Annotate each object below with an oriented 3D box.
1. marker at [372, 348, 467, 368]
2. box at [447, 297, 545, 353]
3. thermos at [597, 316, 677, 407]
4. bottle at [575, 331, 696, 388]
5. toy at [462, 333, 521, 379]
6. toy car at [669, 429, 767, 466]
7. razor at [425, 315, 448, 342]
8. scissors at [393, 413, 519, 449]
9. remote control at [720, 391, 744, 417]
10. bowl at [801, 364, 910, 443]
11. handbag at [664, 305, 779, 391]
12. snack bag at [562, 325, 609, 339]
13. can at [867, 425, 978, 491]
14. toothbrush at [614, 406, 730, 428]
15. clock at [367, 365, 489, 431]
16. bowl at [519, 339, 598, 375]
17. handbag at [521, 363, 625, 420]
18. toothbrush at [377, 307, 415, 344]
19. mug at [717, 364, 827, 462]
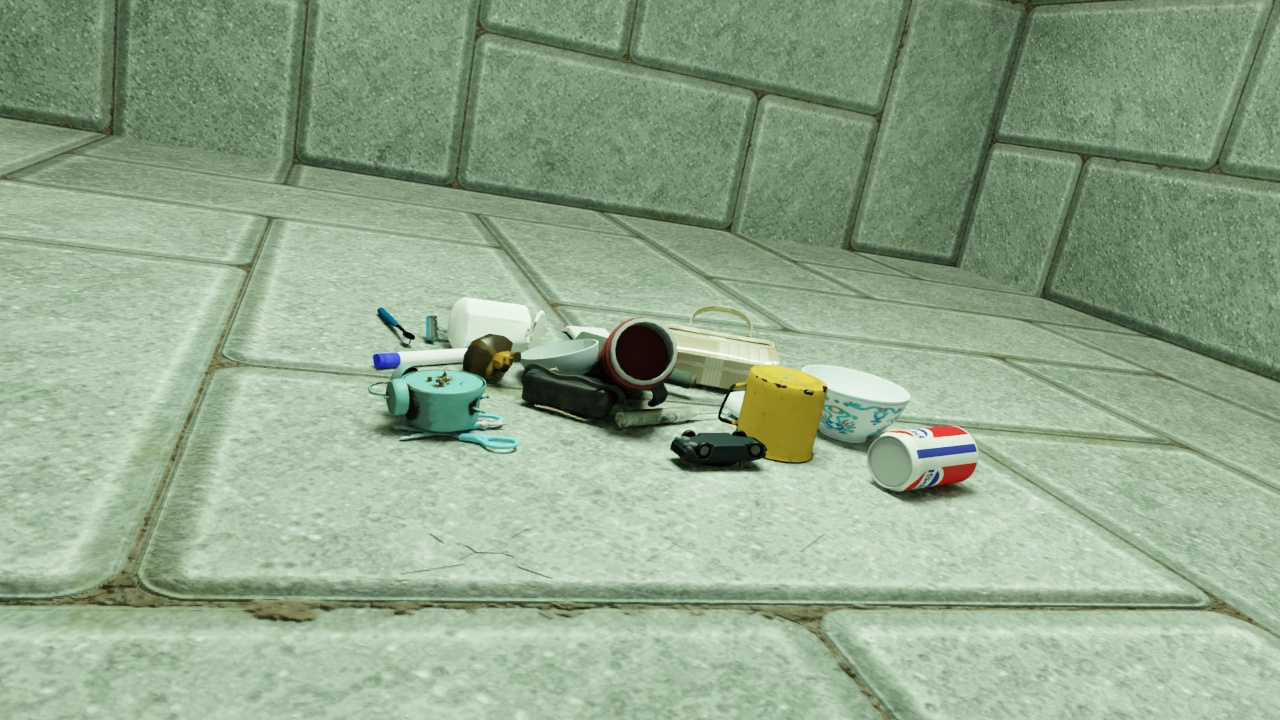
[{"bbox_3d":[-0.275,-0.004,1.178,0.141,0.020,0.020,-5,22,-46],"label":"marker"},{"bbox_3d":[-0.190,-0.042,1.272,0.143,0.080,0.089,4,1,-28],"label":"box"},{"bbox_3d":[-0.002,0.008,1.137,0.084,0.108,0.199,-26,-1,-8],"label":"thermos"},{"bbox_3d":[-0.008,0.007,1.266,0.174,0.055,0.055,16,16,10],"label":"bottle"},{"bbox_3d":[-0.183,-0.002,1.162,0.100,0.062,0.076,7,44,47],"label":"toy"},{"bbox_3d":[0.088,0.100,1.033,0.112,0.034,0.046,2,17,-28],"label":"toy car"},{"bbox_3d":[-0.236,-0.032,1.312,0.144,0.022,0.042,9,57,-24],"label":"razor"},{"bbox_3d":[-0.186,0.080,0.963,0.140,0.015,0.111,-13,27,-43],"label":"scissors"},{"bbox_3d":[0.175,0.060,1.247,0.138,0.025,0.060,-4,25,-40],"label":"remote control"},{"bbox_3d":[0.278,0.064,1.225,0.144,0.074,0.143,10,15,-3],"label":"bowl"},{"bbox_3d":[0.118,-0.034,1.376,0.176,0.062,0.197,10,32,4],"label":"handbag"},{"bbox_3d":[-0.064,-0.022,1.402,0.070,0.016,0.196,5,17,-21],"label":"snack bag"},{"bbox_3d":[0.336,0.115,1.088,0.131,0.070,0.070,-1,19,-37],"label":"can"},{"bbox_3d":[0.045,0.068,1.148,0.185,0.022,0.024,0,22,-41],"label":"toothbrush"},{"bbox_3d":[-0.224,0.038,0.971,0.124,0.053,0.090,4,14,-5],"label":"clock"},{"bbox_3d":[-0.104,0.003,1.206,0.106,0.039,0.106,-9,12,2],"label":"bowl"},{"bbox_3d":[-0.080,0.035,1.116,0.128,0.054,0.079,12,11,13],"label":"handbag"},{"bbox_3d":[-0.349,-0.051,1.301,0.014,0.014,0.168,15,8,-33],"label":"toothbrush"},{"bbox_3d":[0.160,0.059,1.119,0.124,0.094,0.100,12,15,3],"label":"mug"}]
